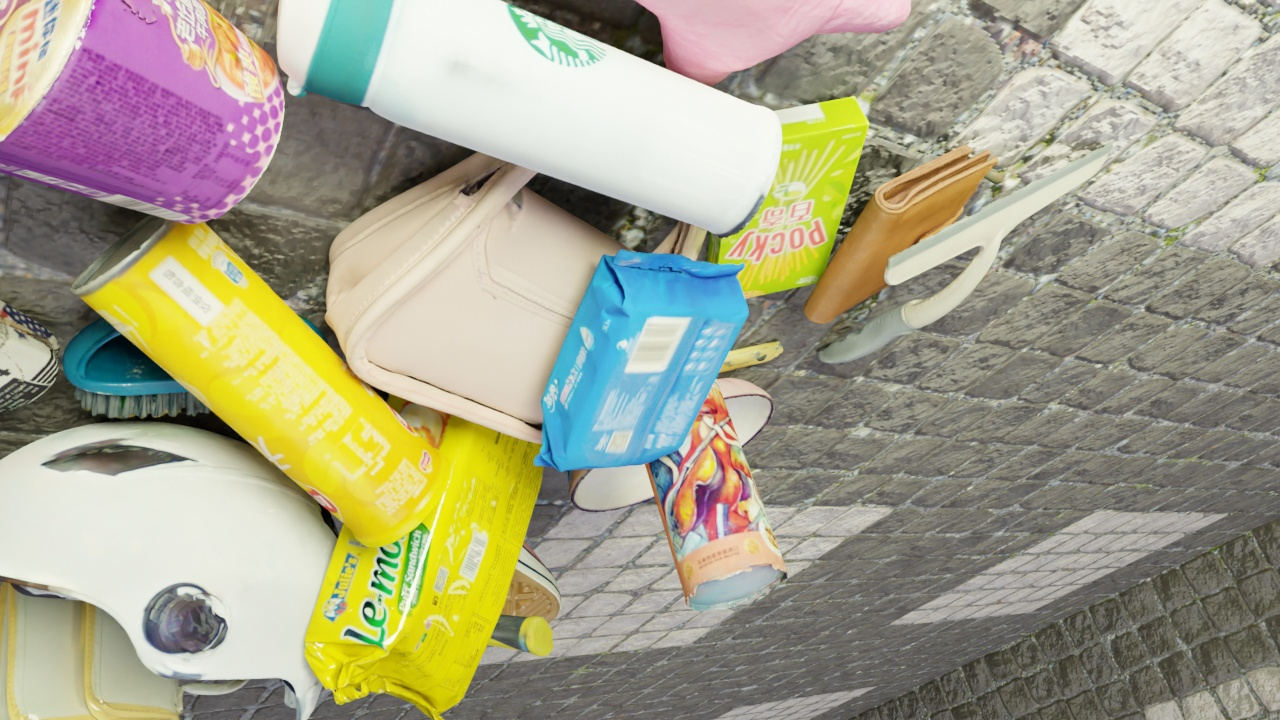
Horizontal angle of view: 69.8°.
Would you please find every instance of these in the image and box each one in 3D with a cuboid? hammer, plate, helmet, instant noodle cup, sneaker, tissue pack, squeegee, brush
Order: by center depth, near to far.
[{"bbox_3d":[-0.205,-0.110,0.360,0.112,0.111,0.099,-29,157,19],"label":"instant noodle cup"},{"bbox_3d":[-0.258,-0.006,0.541,0.143,0.055,0.074,-2,136,-23],"label":"brush"},{"bbox_3d":[-0.003,0.003,0.550,0.094,0.052,0.157,1,126,-36],"label":"tissue pack"},{"bbox_3d":[-0.302,0.117,0.604,0.230,0.145,0.258,-1,146,44],"label":"helmet"},{"bbox_3d":[0.205,-0.042,0.688,0.245,0.039,0.247,-27,168,-30],"label":"squeegee"},{"bbox_3d":[0.022,0.067,0.790,0.192,0.039,0.193,-23,157,-11],"label":"plate"},{"bbox_3d":[-0.155,0.148,0.813,0.118,0.087,0.241,-35,125,5],"label":"sneaker"},{"bbox_3d":[-0.227,0.230,0.828,0.324,0.031,0.126,-1,146,26],"label":"hammer"}]

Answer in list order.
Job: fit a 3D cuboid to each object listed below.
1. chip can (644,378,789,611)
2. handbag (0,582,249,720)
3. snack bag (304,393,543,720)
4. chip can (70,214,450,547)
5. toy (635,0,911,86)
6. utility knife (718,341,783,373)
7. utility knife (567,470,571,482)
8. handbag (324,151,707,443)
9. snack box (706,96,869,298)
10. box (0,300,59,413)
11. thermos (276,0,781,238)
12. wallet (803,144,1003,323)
[{"bbox_3d":[0.034,0.059,0.633,0.071,0.214,0.071,-13,149,-8],"label":"chip can"},{"bbox_3d":[-0.392,0.209,0.714,0.178,0.163,0.063,7,140,-37],"label":"handbag"},{"bbox_3d":[-0.138,0.124,0.649,0.068,0.246,0.158,5,155,20],"label":"snack bag"},{"bbox_3d":[-0.198,0.015,0.505,0.072,0.072,0.213,-27,123,16],"label":"chip can"},{"bbox_3d":[0.054,-0.183,0.388,0.179,0.074,0.194,-24,155,36],"label":"toy"},{"bbox_3d":[0.045,0.005,0.753,0.151,0.018,0.031,-17,155,-9],"label":"utility knife"},{"bbox_3d":[-0.043,0.065,0.797,0.034,0.018,0.166,-9,147,-13],"label":"utility knife"},{"bbox_3d":[-0.050,-0.064,0.542,0.235,0.093,0.193,-42,142,22],"label":"handbag"},{"bbox_3d":[0.089,-0.097,0.595,0.085,0.026,0.157,-12,149,-8],"label":"snack box"},{"bbox_3d":[-0.375,-0.016,0.459,0.074,0.064,0.164,-11,153,21],"label":"box"},{"bbox_3d":[-0.046,-0.122,0.414,0.224,0.073,0.073,15,138,-23],"label":"thermos"},{"bbox_3d":[0.179,-0.088,0.631,0.118,0.035,0.131,-24,158,-23],"label":"wallet"}]
